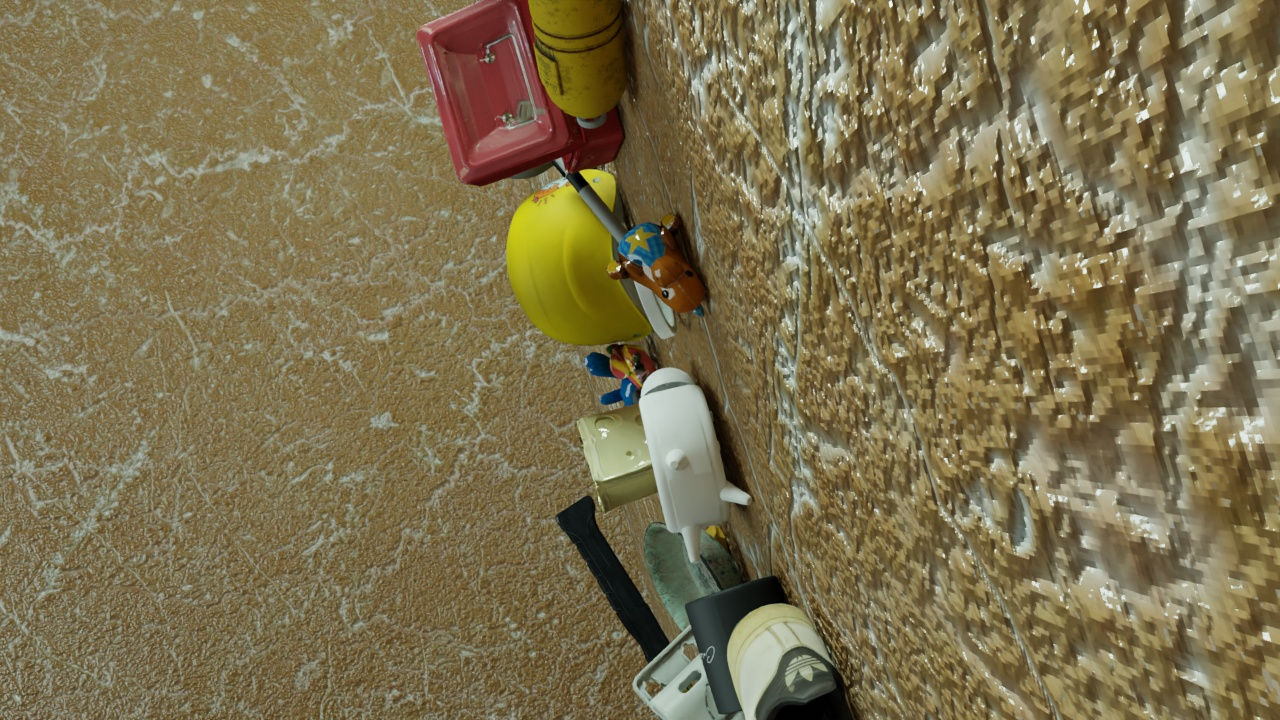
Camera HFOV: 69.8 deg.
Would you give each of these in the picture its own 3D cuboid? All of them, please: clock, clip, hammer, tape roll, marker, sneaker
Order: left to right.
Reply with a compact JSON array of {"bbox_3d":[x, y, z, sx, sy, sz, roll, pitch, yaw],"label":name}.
[{"bbox_3d":[-0.047,-0.165,0.959,0.140,0.016,0.016,52,170,9],"label":"marker"},{"bbox_3d":[0.008,0.305,1.022,0.333,0.117,0.025,57,169,5],"label":"hammer"},{"bbox_3d":[0.011,-0.065,0.815,0.093,0.013,0.093,-19,-91,-79],"label":"tape roll"},{"bbox_3d":[0.046,0.084,0.814,0.160,0.073,0.125,-103,1,-60],"label":"clock"},{"bbox_3d":[0.081,0.291,0.802,0.143,0.124,0.073,40,160,30],"label":"clip"},{"bbox_3d":[0.120,0.292,0.626,0.102,0.088,0.241,-149,47,-69],"label":"sneaker"}]

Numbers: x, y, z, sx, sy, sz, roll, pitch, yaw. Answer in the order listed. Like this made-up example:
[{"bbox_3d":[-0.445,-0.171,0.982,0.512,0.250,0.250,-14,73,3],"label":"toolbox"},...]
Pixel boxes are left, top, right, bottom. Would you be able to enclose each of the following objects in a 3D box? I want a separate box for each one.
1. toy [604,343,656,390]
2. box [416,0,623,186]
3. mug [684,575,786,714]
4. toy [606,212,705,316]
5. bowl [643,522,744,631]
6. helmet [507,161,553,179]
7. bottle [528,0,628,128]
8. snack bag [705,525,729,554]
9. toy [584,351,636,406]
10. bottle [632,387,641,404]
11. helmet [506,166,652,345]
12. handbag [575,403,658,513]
[{"bbox_3d":[-0.006,0.006,1.088,0.084,0.046,0.103,34,-176,-10],"label":"toy"},{"bbox_3d":[-0.091,-0.262,0.891,0.168,0.154,0.157,-19,-85,-66],"label":"box"},{"bbox_3d":[0.081,0.231,0.745,0.114,0.078,0.088,123,132,-65],"label":"mug"},{"bbox_3d":[0.026,-0.062,0.729,0.090,0.070,0.103,52,-176,39],"label":"toy"},{"bbox_3d":[0.063,0.231,0.948,0.157,0.038,0.158,43,147,38],"label":"bowl"},{"bbox_3d":[-0.123,-0.293,1.109,0.271,0.117,0.183,170,115,-78],"label":"helmet"},{"bbox_3d":[-0.048,-0.252,0.711,0.164,0.071,0.071,83,169,-55],"label":"bottle"},{"bbox_3d":[0.085,0.216,0.971,0.026,0.020,0.099,-118,13,-66],"label":"snack bag"},{"bbox_3d":[-0.016,0.058,1.241,0.112,0.071,0.176,-114,-1,-63],"label":"toy"},{"bbox_3d":[0.014,0.075,1.152,0.036,0.036,0.110,-113,9,-46],"label":"bottle"},{"bbox_3d":[-0.086,-0.113,1.077,0.240,0.139,0.209,-129,23,-75],"label":"helmet"},{"bbox_3d":[-0.010,0.105,1.064,0.081,0.119,0.111,80,171,-57],"label":"handbag"}]
